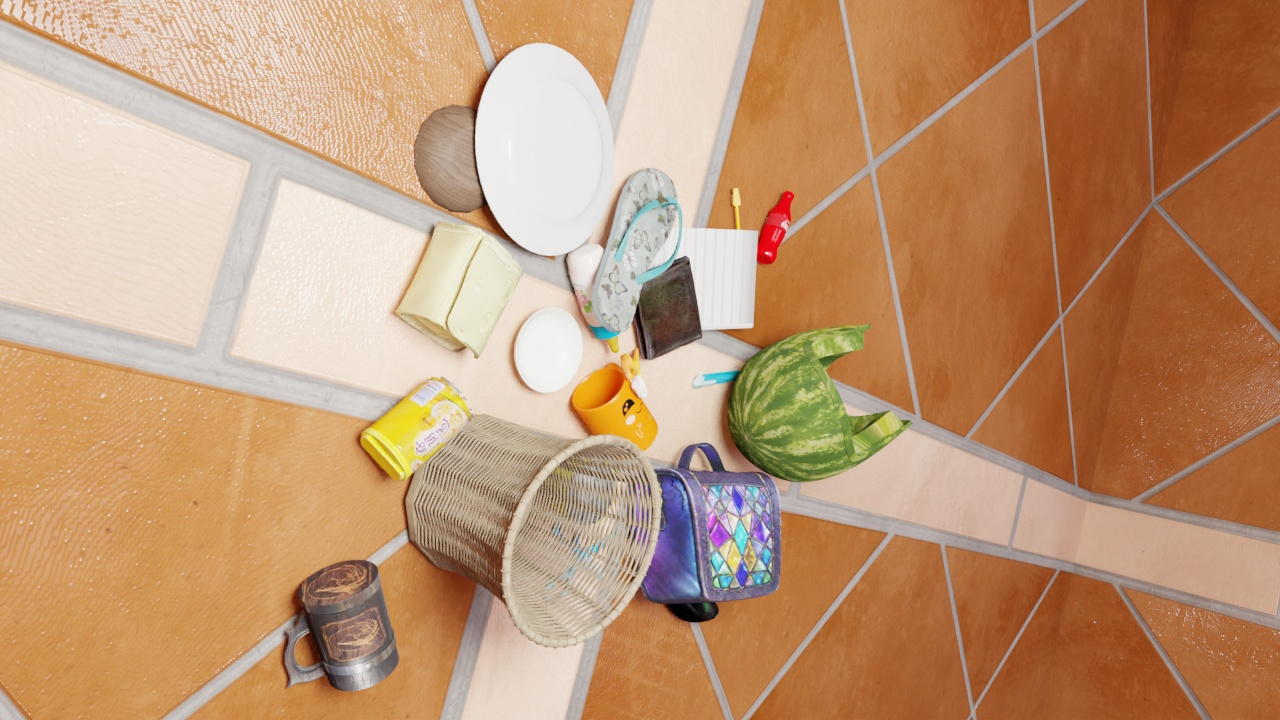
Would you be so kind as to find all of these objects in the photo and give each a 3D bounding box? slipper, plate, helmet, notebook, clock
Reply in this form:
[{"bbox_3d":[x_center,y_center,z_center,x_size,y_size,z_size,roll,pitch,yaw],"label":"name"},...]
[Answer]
[{"bbox_3d":[0.004,-0.153,1.151,0.098,0.055,0.268,50,46,-34],"label":"slipper"},{"bbox_3d":[-0.100,-0.244,1.074,0.241,0.016,0.242,-11,104,-53],"label":"plate"},{"bbox_3d":[0.244,0.069,1.349,0.246,0.244,0.213,-21,89,-39],"label":"helmet"},{"bbox_3d":[0.083,-0.114,1.292,0.209,0.009,0.142,-4,99,-36],"label":"notebook"},{"bbox_3d":[-0.117,-0.014,1.118,0.104,0.026,0.104,-10,105,-43],"label":"plate"},{"bbox_3d":[-0.069,0.167,1.178,0.119,0.057,0.083,20,82,-45],"label":"clock"}]

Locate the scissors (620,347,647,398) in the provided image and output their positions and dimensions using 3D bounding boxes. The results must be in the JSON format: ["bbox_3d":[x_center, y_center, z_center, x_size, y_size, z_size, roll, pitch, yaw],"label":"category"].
[{"bbox_3d":[-0.005,0.009,1.193,0.064,0.013,0.127,63,11,-14],"label":"scissors"}]

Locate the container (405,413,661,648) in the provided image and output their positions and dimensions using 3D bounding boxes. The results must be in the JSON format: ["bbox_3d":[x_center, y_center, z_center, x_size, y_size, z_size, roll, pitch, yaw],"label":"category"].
[{"bbox_3d":[-0.124,0.173,1.014,0.226,0.196,0.227,-16,112,-45],"label":"container"}]

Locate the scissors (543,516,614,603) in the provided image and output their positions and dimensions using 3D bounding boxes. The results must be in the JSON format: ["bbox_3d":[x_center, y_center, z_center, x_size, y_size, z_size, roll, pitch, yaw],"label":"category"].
[{"bbox_3d":[-0.084,0.256,1.213,0.133,0.011,0.138,-30,116,-36],"label":"scissors"}]

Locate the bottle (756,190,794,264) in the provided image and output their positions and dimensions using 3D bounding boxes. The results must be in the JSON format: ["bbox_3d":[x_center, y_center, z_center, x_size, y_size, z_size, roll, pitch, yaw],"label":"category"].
[{"bbox_3d":[0.208,-0.206,1.407,0.036,0.036,0.118,36,71,-43],"label":"bottle"}]

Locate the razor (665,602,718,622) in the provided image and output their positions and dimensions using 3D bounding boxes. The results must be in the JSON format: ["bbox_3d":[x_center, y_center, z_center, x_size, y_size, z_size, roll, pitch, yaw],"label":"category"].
[{"bbox_3d":[0.060,0.337,1.352,0.151,0.054,0.067,50,52,-31],"label":"razor"}]

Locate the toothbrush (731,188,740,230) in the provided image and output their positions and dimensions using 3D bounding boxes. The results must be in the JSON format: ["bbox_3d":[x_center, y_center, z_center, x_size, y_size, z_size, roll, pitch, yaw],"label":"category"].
[{"bbox_3d":[0.148,-0.156,1.361,0.031,0.031,0.197,-10,103,-18],"label":"toothbrush"}]

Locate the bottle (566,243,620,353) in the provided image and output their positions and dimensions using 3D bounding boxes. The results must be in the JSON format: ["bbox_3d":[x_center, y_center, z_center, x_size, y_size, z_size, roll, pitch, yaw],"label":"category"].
[{"bbox_3d":[-0.051,-0.073,1.157,0.051,0.051,0.146,-37,122,-35],"label":"bottle"}]

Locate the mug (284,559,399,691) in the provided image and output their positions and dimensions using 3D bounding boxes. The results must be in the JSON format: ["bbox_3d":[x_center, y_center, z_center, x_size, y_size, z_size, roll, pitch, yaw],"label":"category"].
[{"bbox_3d":[-0.316,0.278,0.944,0.115,0.080,0.107,-14,110,-14],"label":"mug"}]

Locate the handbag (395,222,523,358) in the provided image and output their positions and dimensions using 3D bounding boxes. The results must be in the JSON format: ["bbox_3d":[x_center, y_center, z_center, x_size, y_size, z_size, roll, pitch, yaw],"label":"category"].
[{"bbox_3d":[-0.190,-0.076,0.995,0.111,0.081,0.119,44,63,-54],"label":"handbag"}]

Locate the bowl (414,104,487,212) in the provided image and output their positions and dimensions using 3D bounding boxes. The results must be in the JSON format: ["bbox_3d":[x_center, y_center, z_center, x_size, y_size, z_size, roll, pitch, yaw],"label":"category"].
[{"bbox_3d":[-0.189,-0.220,1.004,0.117,0.030,0.118,-10,104,-44],"label":"bowl"}]

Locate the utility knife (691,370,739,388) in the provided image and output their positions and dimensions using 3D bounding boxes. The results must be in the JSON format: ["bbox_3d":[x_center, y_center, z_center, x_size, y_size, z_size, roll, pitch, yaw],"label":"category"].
[{"bbox_3d":[0.142,0.025,1.399,0.180,0.015,0.022,-6,131,-47],"label":"utility knife"}]

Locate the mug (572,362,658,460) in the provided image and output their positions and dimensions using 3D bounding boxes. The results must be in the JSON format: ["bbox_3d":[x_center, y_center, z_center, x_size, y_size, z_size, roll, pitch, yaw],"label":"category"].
[{"bbox_3d":[-0.030,0.057,1.195,0.096,0.078,0.112,58,27,-35],"label":"mug"}]

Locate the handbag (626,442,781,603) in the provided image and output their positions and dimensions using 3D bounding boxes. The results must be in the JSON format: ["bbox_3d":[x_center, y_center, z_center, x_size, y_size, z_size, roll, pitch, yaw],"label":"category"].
[{"bbox_3d":[0.092,0.227,1.296,0.204,0.126,0.221,9,72,-46],"label":"handbag"}]

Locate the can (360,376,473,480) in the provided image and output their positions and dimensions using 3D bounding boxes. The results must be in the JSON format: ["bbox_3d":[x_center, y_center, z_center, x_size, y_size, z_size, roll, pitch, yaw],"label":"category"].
[{"bbox_3d":[-0.238,0.072,0.980,0.104,0.068,0.068,-45,126,-31],"label":"can"}]

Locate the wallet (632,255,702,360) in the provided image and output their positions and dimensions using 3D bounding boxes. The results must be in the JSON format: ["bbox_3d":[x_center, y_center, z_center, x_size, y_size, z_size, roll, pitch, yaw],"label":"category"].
[{"bbox_3d":[0.033,-0.070,1.239,0.099,0.031,0.120,-24,113,-29],"label":"wallet"}]
